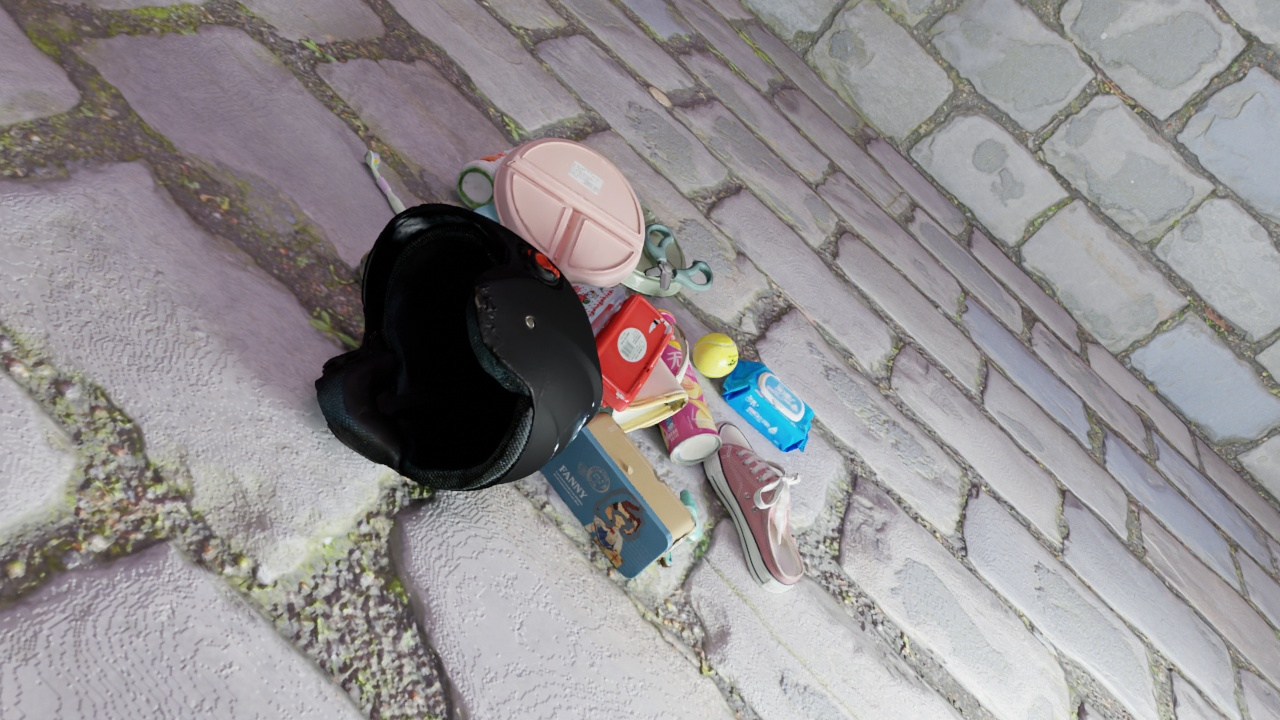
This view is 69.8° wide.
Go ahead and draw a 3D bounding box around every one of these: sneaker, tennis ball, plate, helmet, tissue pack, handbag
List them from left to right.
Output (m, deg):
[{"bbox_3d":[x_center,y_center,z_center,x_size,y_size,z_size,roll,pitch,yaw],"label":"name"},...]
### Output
[{"bbox_3d":[-0.159,-0.010,0.887,0.229,0.234,0.274,8,62,-58],"label":"helmet"},{"bbox_3d":[-0.088,-0.203,1.236,0.229,0.028,0.229,15,60,-28],"label":"plate"},{"bbox_3d":[-0.018,-0.194,1.443,0.230,0.028,0.229,27,35,-22],"label":"plate"},{"bbox_3d":[-0.007,0.007,1.146,0.178,0.063,0.163,-14,54,-33],"label":"handbag"},{"bbox_3d":[0.108,-0.007,1.326,0.065,0.066,0.065,28,36,-22],"label":"tennis ball"},{"bbox_3d":[0.154,0.167,1.154,0.118,0.088,0.240,13,44,-38],"label":"sneaker"},{"bbox_3d":[0.189,0.063,1.344,0.157,0.052,0.094,41,32,-3],"label":"tissue pack"}]

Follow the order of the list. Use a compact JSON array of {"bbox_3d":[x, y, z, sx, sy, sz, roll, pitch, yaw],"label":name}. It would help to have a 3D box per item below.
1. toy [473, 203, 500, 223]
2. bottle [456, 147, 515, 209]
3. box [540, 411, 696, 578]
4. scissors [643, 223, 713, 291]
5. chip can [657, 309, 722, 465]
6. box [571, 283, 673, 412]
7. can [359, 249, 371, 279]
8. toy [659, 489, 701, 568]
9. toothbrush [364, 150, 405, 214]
[{"bbox_3d":[-0.192,-0.153,1.189,0.161,0.050,0.156,19,49,-27],"label":"toy"},{"bbox_3d":[-0.191,-0.267,1.310,0.068,0.068,0.196,42,28,-2],"label":"bottle"},{"bbox_3d":[-0.030,0.138,0.991,0.184,0.090,0.063,47,34,11],"label":"box"},{"bbox_3d":[0.061,-0.141,1.423,0.172,0.019,0.176,32,34,-20],"label":"scissors"},{"bbox_3d":[0.041,0.032,1.203,0.071,0.072,0.210,14,43,-37],"label":"chip can"},{"bbox_3d":[-0.049,-0.028,1.071,0.160,0.064,0.200,26,33,4],"label":"box"},{"bbox_3d":[-0.242,-0.074,1.021,0.148,0.075,0.049,42,36,0],"label":"can"},{"bbox_3d":[0.033,0.192,1.054,0.091,0.030,0.096,7,54,-36],"label":"toy"},{"bbox_3d":[-0.296,-0.187,1.144,0.020,0.029,0.189,-30,72,-13],"label":"toothbrush"}]
